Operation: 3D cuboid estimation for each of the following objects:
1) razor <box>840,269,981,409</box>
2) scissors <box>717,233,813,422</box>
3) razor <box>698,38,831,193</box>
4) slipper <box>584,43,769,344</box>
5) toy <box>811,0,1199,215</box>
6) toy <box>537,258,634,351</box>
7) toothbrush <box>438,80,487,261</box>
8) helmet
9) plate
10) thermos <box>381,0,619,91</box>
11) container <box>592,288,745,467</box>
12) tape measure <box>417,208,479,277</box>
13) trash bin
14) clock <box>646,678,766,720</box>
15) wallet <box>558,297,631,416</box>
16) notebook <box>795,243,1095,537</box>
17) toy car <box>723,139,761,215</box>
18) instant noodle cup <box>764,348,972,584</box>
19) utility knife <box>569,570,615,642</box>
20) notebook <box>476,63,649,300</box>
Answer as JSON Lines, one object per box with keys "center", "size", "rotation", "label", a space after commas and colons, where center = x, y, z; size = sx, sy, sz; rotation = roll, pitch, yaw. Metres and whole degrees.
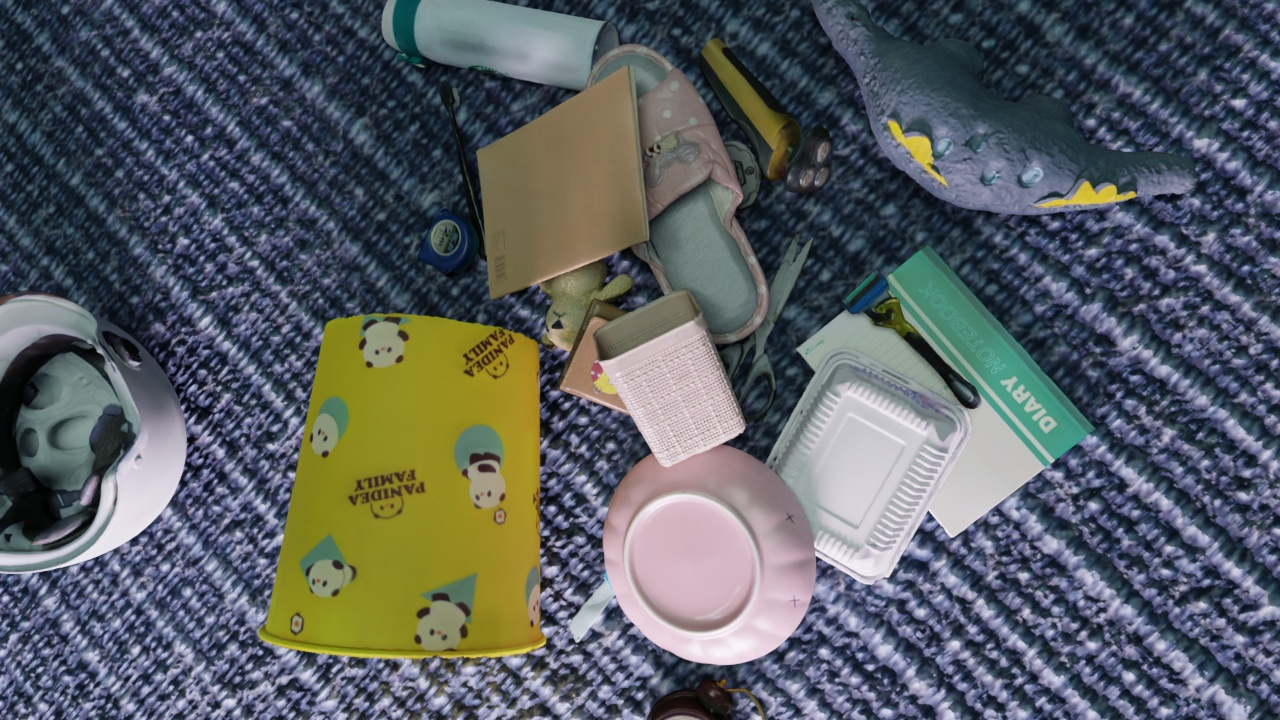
{"center": [0.237, -0.014, 0.780], "size": [0.142, 0.022, 0.043], "rotation": [47, 118, 10], "label": "razor"}
{"center": [0.103, -0.033, 0.825], "size": [0.142, 0.014, 0.173], "rotation": [-11, 84, 10], "label": "scissors"}
{"center": [0.109, -0.221, 0.818], "size": [0.068, 0.062, 0.167], "rotation": [-46, 71, 37], "label": "razor"}
{"center": [0.028, -0.142, 0.784], "size": [0.114, 0.054, 0.274], "rotation": [-23, 89, 14], "label": "slipper"}
{"center": [0.273, -0.200, 0.764], "size": [0.356, 0.091, 0.137], "rotation": [34, 81, 10], "label": "toy"}
{"center": [-0.058, -0.084, 0.831], "size": [0.105, 0.066, 0.157], "rotation": [5, 97, 22], "label": "toy"}
{"center": [-0.169, -0.184, 0.891], "size": [0.016, 0.018, 0.181], "rotation": [-15, 85, 25], "label": "toothbrush"}
{"center": [-0.539, 0.070, 0.883], "size": [0.229, 0.146, 0.258], "rotation": [-36, 72, 6], "label": "helmet"}
{"center": [0.048, 0.165, 0.768], "size": [0.193, 0.039, 0.192], "rotation": [2, 95, 25], "label": "plate"}
{"center": [-0.136, -0.302, 0.867], "size": [0.224, 0.073, 0.073], "rotation": [15, 89, 13], "label": "thermos"}
{"center": [0.026, 0.016, 0.755], "size": [0.090, 0.090, 0.111], "rotation": [-26, 110, 2], "label": "container"}
{"center": [-0.181, -0.111, 0.881], "size": [0.054, 0.025, 0.058], "rotation": [29, 99, 21], "label": "tape measure"}
{"center": [-0.186, 0.104, 0.777], "size": [0.230, 0.229, 0.255], "rotation": [1, 80, 12], "label": "trash bin"}
{"center": [0.051, 0.324, 0.788], "size": [0.122, 0.055, 0.082], "rotation": [-30, 80, 6], "label": "clock"}
{"center": [-0.005, 0.005, 0.812], "size": [0.115, 0.033, 0.090], "rotation": [22, 98, -11], "label": "wallet"}
{"center": [0.258, 0.024, 0.790], "size": [0.150, 0.012, 0.209], "rotation": [-40, 79, 6], "label": "notebook"}
{"center": [0.032, -0.151, 0.830], "size": [0.158, 0.042, 0.070], "rotation": [-11, 92, 16], "label": "toy car"}
{"center": [0.179, 0.089, 0.767], "size": [0.138, 0.060, 0.173], "rotation": [30, 97, 15], "label": "instant noodle cup"}
{"center": [-0.001, 0.174, 0.830], "size": [0.034, 0.018, 0.203], "rotation": [38, 95, 11], "label": "utility knife"}
{"center": [-0.075, -0.148, 0.807], "size": [0.212, 0.012, 0.149], "rotation": [-15, 77, 44], "label": "notebook"}
